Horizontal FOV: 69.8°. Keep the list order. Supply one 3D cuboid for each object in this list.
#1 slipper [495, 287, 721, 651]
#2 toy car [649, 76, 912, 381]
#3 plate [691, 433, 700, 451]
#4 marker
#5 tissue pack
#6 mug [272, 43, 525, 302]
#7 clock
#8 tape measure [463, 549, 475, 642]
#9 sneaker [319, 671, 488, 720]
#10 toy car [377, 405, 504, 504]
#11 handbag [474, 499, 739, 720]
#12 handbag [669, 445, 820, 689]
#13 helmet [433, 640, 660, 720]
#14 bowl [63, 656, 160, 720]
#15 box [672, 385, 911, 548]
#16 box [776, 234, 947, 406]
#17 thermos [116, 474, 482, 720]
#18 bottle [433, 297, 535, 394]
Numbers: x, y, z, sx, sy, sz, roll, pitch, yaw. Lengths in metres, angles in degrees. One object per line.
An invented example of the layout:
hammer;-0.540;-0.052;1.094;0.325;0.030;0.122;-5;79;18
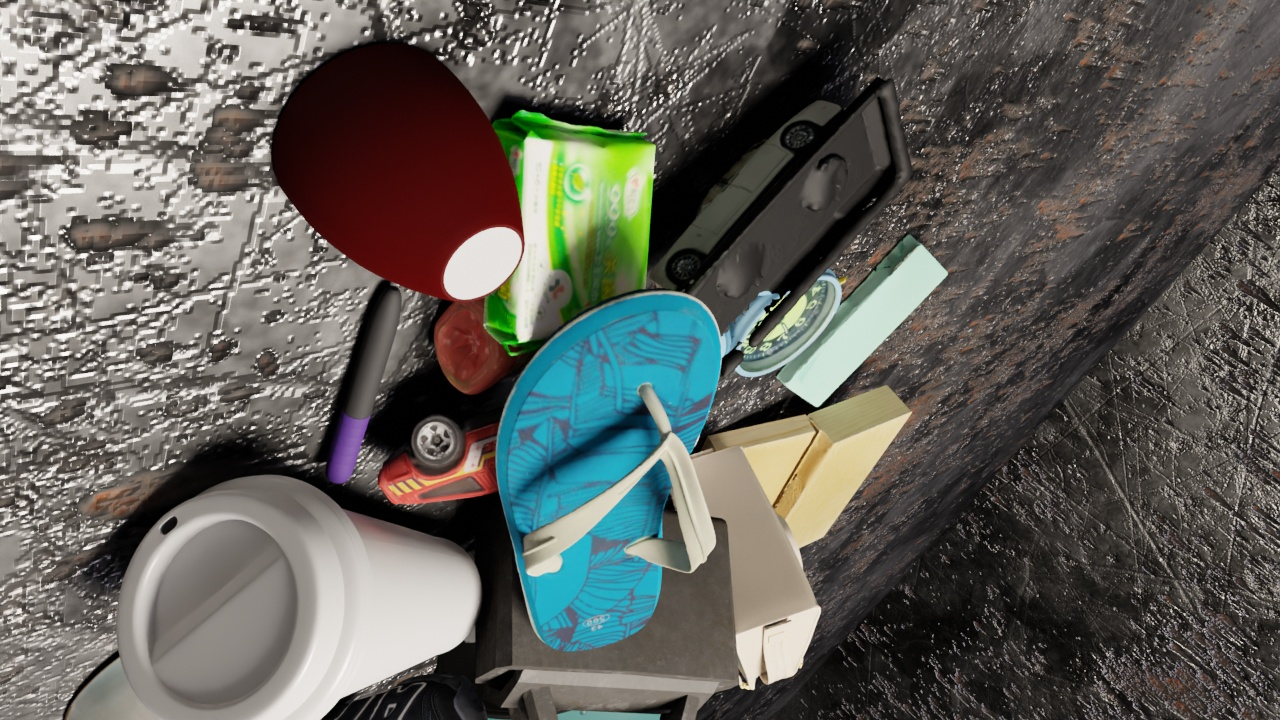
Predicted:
slipper;-0.018;0.090;0.507;0.118;0.060;0.296;-5;133;-12
toy car;0.079;-0.089;0.573;0.191;0.071;0.094;-48;142;-7
plate;-0.001;0.093;0.814;0.156;0.014;0.157;-33;153;-19
marker;-0.148;0.015;0.489;0.015;0.018;0.134;-10;137;-45
tissue pack;-0.036;-0.064;0.461;0.099;0.034;0.114;-9;108;-48
mug;-0.086;-0.059;0.382;0.087;0.088;0.114;-35;153;-16
clock;0.082;-0.044;0.674;0.161;0.060;0.118;3;131;-51
tape measure;-0.129;0.190;0.731;0.020;0.060;0.062;-3;137;-53
sneaker;-0.224;0.293;0.670;0.253;0.097;0.150;-29;153;37
toy car;-0.057;0.038;0.539;0.189;0.056;0.081;-21;179;3
handbag;-0.025;0.214;0.677;0.197;0.199;0.103;14;147;-25
handbag;0.093;0.210;0.860;0.101;0.194;0.198;-17;140;-7
helmet;-0.072;0.285;0.833;0.274;0.176;0.201;-21;144;-19
bowl;-0.273;0.220;0.579;0.150;0.057;0.151;-33;152;-20
box;0.148;0.147;1.027;0.253;0.068;0.248;-8;139;-26
box;0.229;-0.031;0.923;0.187;0.052;0.138;-48;147;14
thermos;-0.174;0.140;0.536;0.131;0.131;0.222;-44;162;2
bottle;-0.050;-0.020;0.533;0.134;0.048;0.072;-15;162;-46
